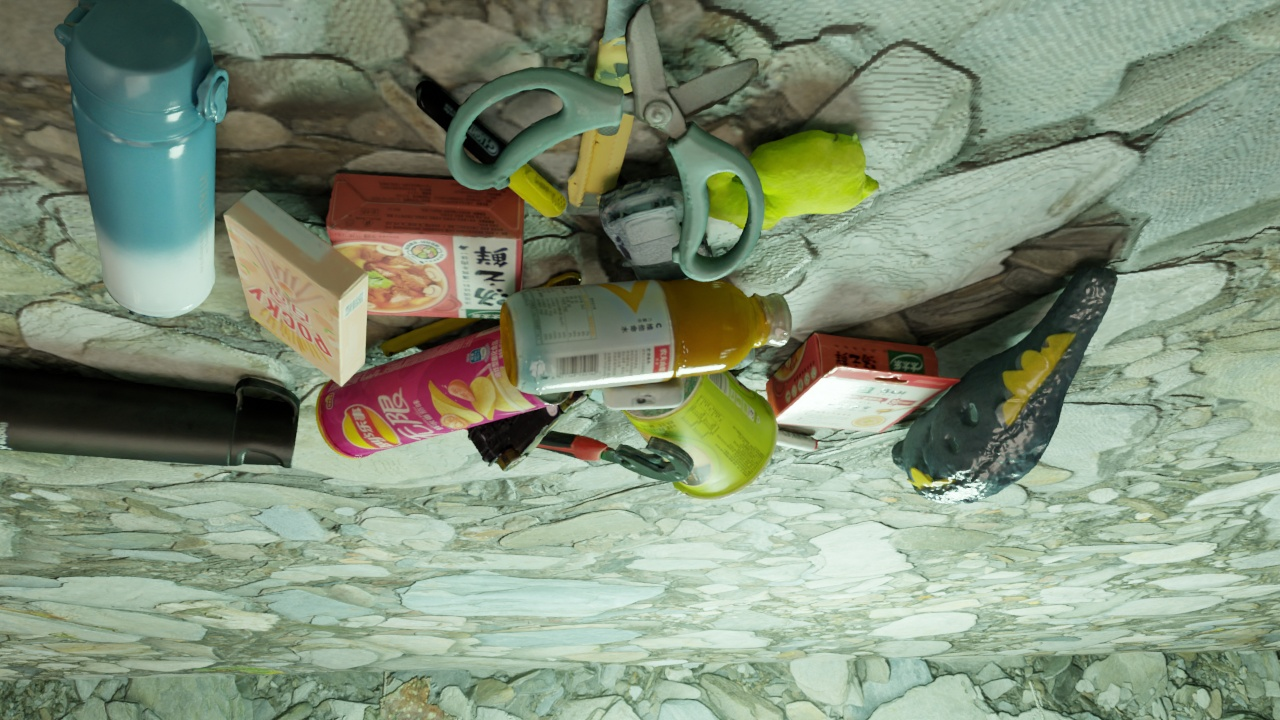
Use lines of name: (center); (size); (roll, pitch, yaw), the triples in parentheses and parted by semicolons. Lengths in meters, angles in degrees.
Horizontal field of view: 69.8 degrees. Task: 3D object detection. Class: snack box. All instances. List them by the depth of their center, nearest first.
snack box: (-0.133, -0.064, 0.594); (0.113, 0.044, 0.127); (2, 154, -7)
snack box: (-0.219, -0.041, 0.595); (0.084, 0.026, 0.158); (37, 153, -1)
snack box: (0.185, 0.017, 0.782); (0.113, 0.044, 0.127); (6, 154, -15)

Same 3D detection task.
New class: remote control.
remote control: (-0.004, 0.004, 0.670); (0.056, 0.136, 0.020); (-3, 110, -6)

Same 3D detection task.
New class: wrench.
wrench: (-0.067, 0.071, 0.796); (0.274, 0.016, 0.056); (6, 145, 38)

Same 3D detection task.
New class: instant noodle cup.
instant noodle cup: (0.040, 0.041, 0.765); (0.112, 0.111, 0.123); (-15, 143, 24)

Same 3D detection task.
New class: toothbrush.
toothbrush: (-0.124, -0.031, 0.693); (0.190, 0.016, 0.015); (-17, 151, 27)

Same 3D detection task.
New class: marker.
marker: (-0.082, -0.117, 0.519); (0.015, 0.018, 0.124); (5, 160, 36)
marker: (0.120, 0.074, 0.924); (0.145, 0.017, 0.017); (14, 150, -29)

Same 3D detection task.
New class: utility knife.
utility knife: (-0.017, -0.138, 0.491); (0.031, 0.021, 0.205); (-3, 150, -12)
utility knife: (-0.086, 0.019, 0.797); (0.215, 0.015, 0.033); (15, 149, -26)

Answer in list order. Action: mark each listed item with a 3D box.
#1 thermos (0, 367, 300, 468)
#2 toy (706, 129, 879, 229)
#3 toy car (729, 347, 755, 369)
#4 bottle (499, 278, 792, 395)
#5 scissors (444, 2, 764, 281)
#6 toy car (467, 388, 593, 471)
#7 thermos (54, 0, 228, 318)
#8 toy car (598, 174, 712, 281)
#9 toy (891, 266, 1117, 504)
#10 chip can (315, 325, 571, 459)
thermos: (-0.421, 0.043, 0.784); (0.242, 0.068, 0.090); (7, 121, -21)
toy: (0.085, -0.105, 0.542); (0.096, 0.031, 0.100); (17, 149, -30)
toy car: (0.046, -0.027, 0.677); (0.105, 0.048, 0.031); (19, 144, -37)
bottle: (0.005, -0.019, 0.601); (0.189, 0.068, 0.068); (-6, 156, -15)
scissors: (-0.008, -0.098, 0.492); (0.171, 0.019, 0.170); (-16, 132, 16)
toy car: (-0.090, 0.031, 0.743); (0.159, 0.070, 0.042); (-41, 169, 33)
thermos: (-0.260, -0.099, 0.491); (0.070, 0.070, 0.221); (9, 152, -22)
toy car: (0.012, -0.077, 0.579); (0.054, 0.036, 0.120); (-15, 160, 11)
toy: (0.287, 0.056, 0.786); (0.091, 0.137, 0.357); (24, 154, 3)
chip can: (-0.155, 0.024, 0.712); (0.211, 0.071, 0.071); (-15, 151, 30)
